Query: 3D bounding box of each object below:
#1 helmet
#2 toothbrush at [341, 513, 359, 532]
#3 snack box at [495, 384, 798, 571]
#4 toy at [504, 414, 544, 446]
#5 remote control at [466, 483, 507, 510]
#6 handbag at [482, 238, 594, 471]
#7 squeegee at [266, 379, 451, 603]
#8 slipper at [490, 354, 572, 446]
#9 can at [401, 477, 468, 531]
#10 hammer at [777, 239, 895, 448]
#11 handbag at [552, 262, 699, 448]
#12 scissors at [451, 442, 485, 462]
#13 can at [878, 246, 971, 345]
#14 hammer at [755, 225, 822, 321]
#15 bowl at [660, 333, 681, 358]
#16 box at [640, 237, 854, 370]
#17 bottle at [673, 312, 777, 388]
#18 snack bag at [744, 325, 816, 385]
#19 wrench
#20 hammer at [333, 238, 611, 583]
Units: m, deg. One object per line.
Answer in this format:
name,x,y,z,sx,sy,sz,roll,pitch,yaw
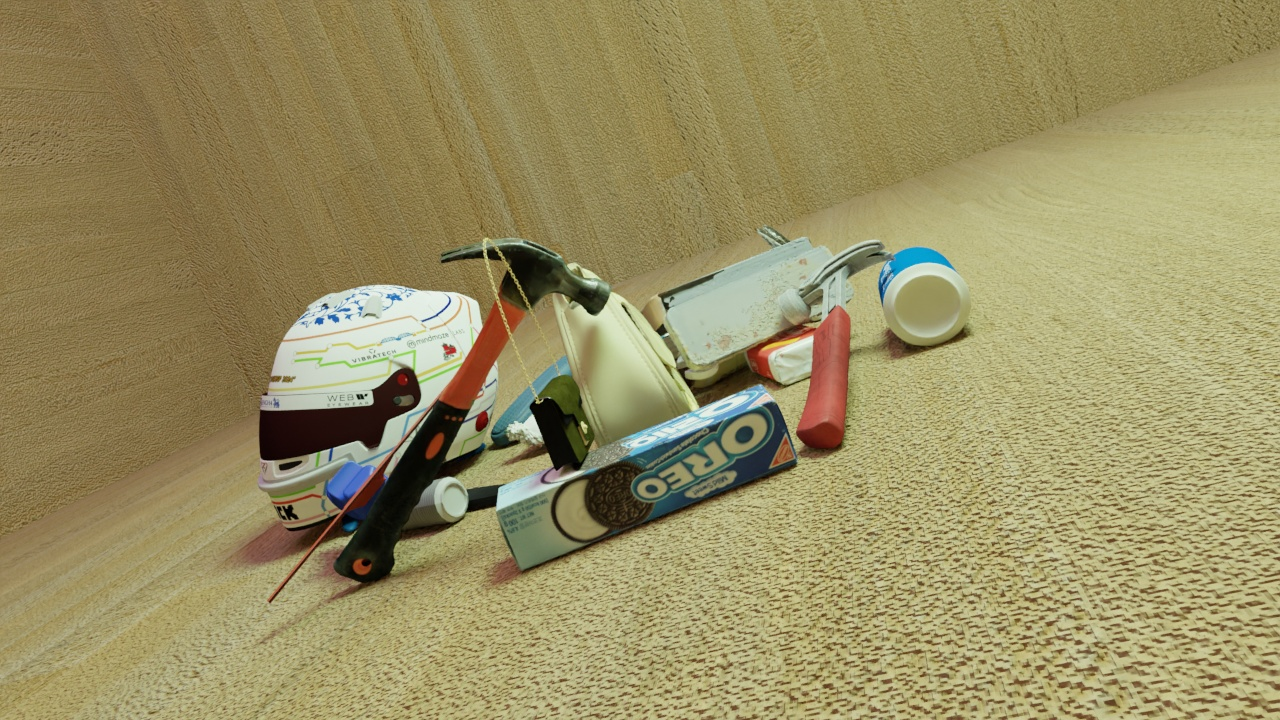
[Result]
helmet,-0.320,0.032,1.094,0.313,0.236,0.232,-26,15,-38
toothbrush,-0.331,0.176,1.059,0.021,0.016,0.132,-20,8,-11
snack box,0.003,0.088,0.701,0.226,0.059,0.059,-21,12,-1
toy,-0.092,0.074,1.053,0.109,0.041,0.095,-8,16,32
remote control,-0.156,0.137,0.918,0.125,0.010,0.039,-14,12,34
handbag,-0.080,-0.009,0.699,0.027,0.178,0.084,-20,10,10
squeegee,-0.270,0.125,0.875,0.248,0.055,0.185,-54,19,-25
slipper,-0.116,0.047,1.211,0.104,0.059,0.213,-21,20,52
can,-0.222,0.145,0.912,0.107,0.044,0.043,-15,11,33
hammer,0.172,-0.020,0.817,0.126,0.036,0.314,-37,15,28
handbag,-0.005,0.005,0.869,0.088,0.191,0.233,-24,-10,6
scissors,-0.265,0.130,1.189,0.131,0.019,0.105,-21,7,-9
can,0.280,-0.067,0.916,0.079,0.079,0.145,-18,10,16
hammer,0.092,-0.066,1.266,0.327,0.140,0.036,-25,6,33
bowl,0.015,-0.001,1.148,0.177,0.071,0.177,-21,10,4
box,0.115,-0.060,1.022,0.216,0.096,0.105,-23,-4,-20
bottle,0.094,-0.009,1.063,0.161,0.056,0.057,-26,10,-28
snack bag,0.161,-0.008,0.973,0.077,0.036,0.116,-23,9,-6
wrench,0.131,-0.049,1.053,0.047,0.009,0.272,16,39,36
hammer,-0.163,0.049,0.767,0.333,0.133,0.033,-59,19,11
